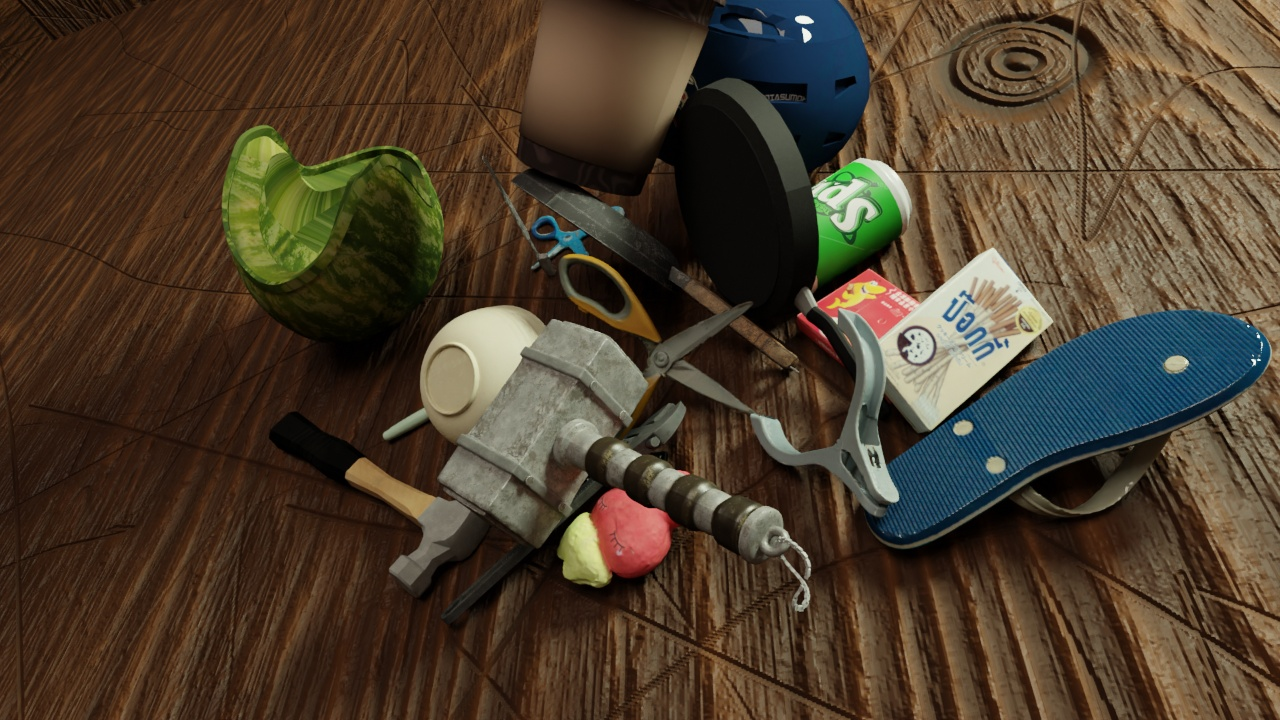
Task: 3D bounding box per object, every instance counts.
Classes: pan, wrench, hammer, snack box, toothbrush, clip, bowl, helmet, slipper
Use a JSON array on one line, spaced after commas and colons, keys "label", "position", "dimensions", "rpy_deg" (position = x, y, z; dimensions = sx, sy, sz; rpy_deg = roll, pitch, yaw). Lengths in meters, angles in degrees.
[{"label": "pan", "position": [0.018, -0.095, 0.903], "dimensions": [0.357, 0.207, 0.040], "rpy_deg": [35, 94, 23]}, {"label": "wrench", "position": [-0.065, 0.129, 0.785], "dimensions": [0.273, 0.018, 0.073], "rpy_deg": [-42, 9, -5]}, {"label": "pan", "position": [0.119, -0.093, 0.831], "dimensions": [0.034, 0.226, 0.356], "rpy_deg": [-20, 65, -18]}, {"label": "hammer", "position": [-0.273, 0.116, 0.917], "dimensions": [0.329, 0.039, 0.130], "rpy_deg": [18, 57, 39]}, {"label": "snack box", "position": [0.215, -0.025, 0.827], "dimensions": [0.089, 0.021, 0.133], "rpy_deg": [-33, 42, -8]}, {"label": "toothbrush", "position": [-0.204, 0.042, 0.973], "dimensions": [0.154, 0.015, 0.022], "rpy_deg": [-31, 7, -7]}, {"label": "clip", "position": [0.152, 0.033, 0.735], "dimensions": [0.165, 0.032, 0.165], "rpy_deg": [3, 83, 57]}, {"label": "bowl", "position": [-0.155, 0.019, 0.869], "dimensions": [0.151, 0.075, 0.150], "rpy_deg": [-2, 86, 34]}, {"label": "toothbrush", "position": [-0.131, -0.157, 1.013], "dimensions": [0.010, 0.182, 0.010], "rpy_deg": [-3, 52, 19]}, {"label": "helmet", "position": [-0.341, -0.139, 1.060], "dimensions": [0.213, 0.247, 0.243], "rpy_deg": [14, 95, 15]}, {"label": "snack box", "position": [0.260, -0.017, 0.756], "dimensions": [0.150, 0.082, 0.026], "rpy_deg": [-38, -1, -13]}, {"label": "slipper", "position": [0.303, 0.058, 0.675], "dimensions": [0.295, 0.060, 0.118], "rpy_deg": [-32, 35, 13]}, {"label": "hammer", "position": [0.001, 0.087, 0.686], "dimensions": [0.327, 0.079, 0.176], "rpy_deg": [20, 70, 43]}, {"label": "helmet", "position": [0.110, -0.296, 0.985], "dimensions": [0.272, 0.233, 0.222], "rpy_deg": [4, 33, -2]}]

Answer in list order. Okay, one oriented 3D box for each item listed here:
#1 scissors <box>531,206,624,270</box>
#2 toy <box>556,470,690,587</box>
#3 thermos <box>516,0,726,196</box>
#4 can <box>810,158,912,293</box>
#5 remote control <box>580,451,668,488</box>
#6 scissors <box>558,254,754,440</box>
[{"label": "scissors", "position": [-0.086, -0.154, 1.117], "dimensions": [0.134, 0.011, 0.140], "rpy_deg": [-42, 44, -14]}, {"label": "toy", "position": [-0.008, 0.137, 0.755], "dimensions": [0.135, 0.045, 0.091], "rpy_deg": [-30, 38, 6]}, {"label": "thermos", "position": [-0.026, -0.285, 0.867], "dimensions": [0.172, 0.226, 0.172], "rpy_deg": [17, 19, -6]}, {"label": "can", "position": [0.187, -0.130, 0.897], "dimensions": [0.139, 0.088, 0.088], "rpy_deg": [-33, 42, -7]}, {"label": "remote control", "position": [-0.043, 0.104, 0.834], "dimensions": [0.140, 0.009, 0.030], "rpy_deg": [-9, 44, 18]}, {"label": "scissors", "position": [-0.004, 0.004, 0.835], "dimensions": [0.225, 0.016, 0.230], "rpy_deg": [36, 101, 7]}]
